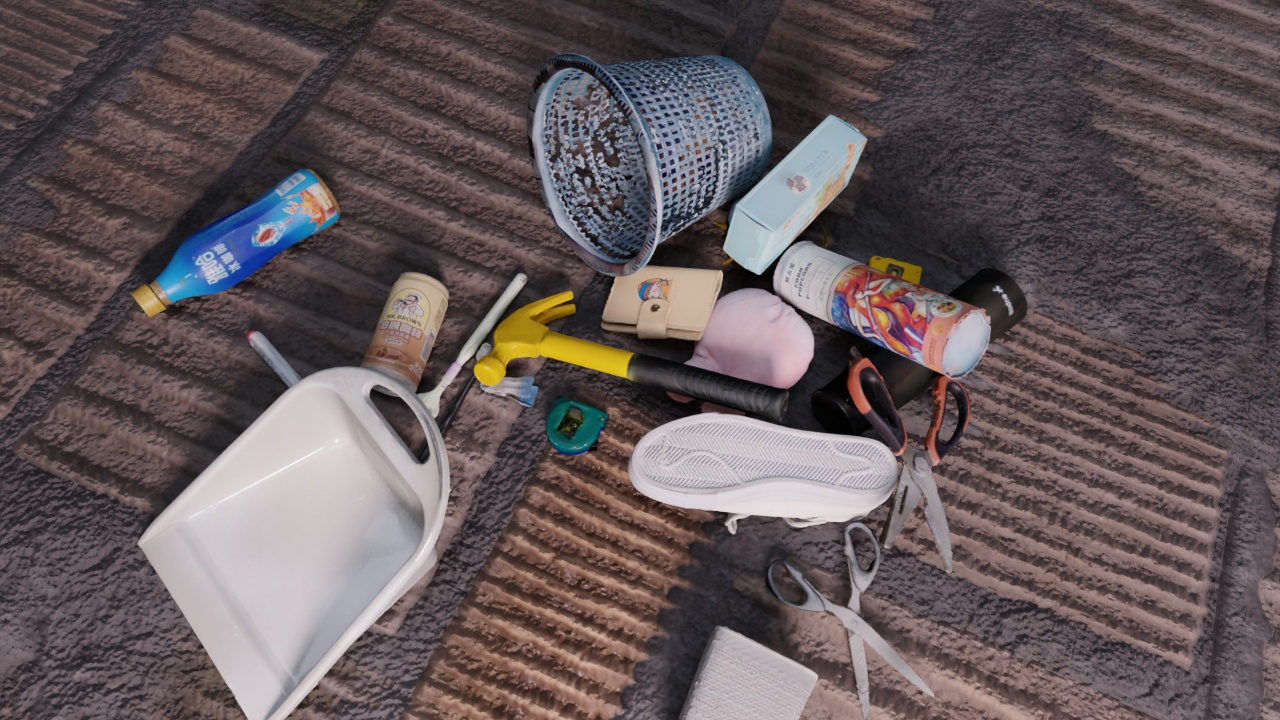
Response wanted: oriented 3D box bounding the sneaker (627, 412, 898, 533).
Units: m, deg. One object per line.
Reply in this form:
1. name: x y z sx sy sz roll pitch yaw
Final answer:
1. sneaker: 0.107 0.109 0.848 0.242 0.091 0.089 4 57 -4

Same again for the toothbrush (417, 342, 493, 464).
1. toothbrush: -0.189 0.057 0.899 0.016 0.018 0.180 21 64 11

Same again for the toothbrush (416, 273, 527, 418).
1. toothbrush: -0.170 -0.021 0.940 0.029 0.020 0.189 41 62 -16

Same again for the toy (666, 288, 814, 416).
1. toy: 0.099 -0.003 0.925 0.121 0.054 0.159 38 69 23

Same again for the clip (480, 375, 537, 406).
1. clip: -0.132 0.026 0.917 0.058 0.043 0.026 10 64 11

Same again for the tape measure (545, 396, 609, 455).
1. tape measure: -0.065 0.064 0.896 0.058 0.025 0.054 19 62 8

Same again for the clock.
1. clock: 0.145 -0.137 0.998 0.122 0.055 0.082 -5 61 -7

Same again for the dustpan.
1. dustpan: -0.286 0.135 0.783 0.257 0.143 0.222 -36 69 -21

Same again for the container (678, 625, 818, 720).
1. container: 0.077 0.294 0.749 0.090 0.090 0.114 24 67 10

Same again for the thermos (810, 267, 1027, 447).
1. thermos: 0.288 0.003 0.933 0.242 0.068 0.090 -33 101 -17

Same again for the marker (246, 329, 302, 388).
1. marker: -0.344 0.020 0.909 0.017 0.017 0.145 -39 71 -21

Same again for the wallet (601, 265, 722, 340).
1. wallet: 0.020 -0.061 0.950 0.115 0.024 0.087 7 65 22

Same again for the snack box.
1. snack box: 0.159 -0.171 0.942 0.051 0.074 0.174 38 64 14

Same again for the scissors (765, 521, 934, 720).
1. scissors: 0.190 0.227 0.819 0.181 0.014 0.159 24 82 17

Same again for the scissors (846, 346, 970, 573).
1. scissors: 0.248 0.078 0.827 0.188 0.015 0.227 -14 67 -32

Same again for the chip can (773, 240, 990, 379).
1. chip can: 0.230 -0.053 0.896 0.071 0.071 0.215 -37 41 -20

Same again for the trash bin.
1. trash bin: 0.022 -0.224 0.964 0.194 0.227 0.226 -25 65 -29

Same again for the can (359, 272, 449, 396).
1. can: -0.235 -0.026 0.916 0.058 0.059 0.116 12 62 3

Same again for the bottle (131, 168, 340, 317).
1. bottle: -0.419 -0.118 0.952 0.218 0.065 0.065 -40 71 -20

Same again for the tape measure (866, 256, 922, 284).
1. tape measure: 0.272 -0.086 0.992 0.060 0.029 0.057 17 63 6

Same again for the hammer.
1. hammer: -0.005 0.005 0.888 0.301 0.033 0.128 15 50 19
